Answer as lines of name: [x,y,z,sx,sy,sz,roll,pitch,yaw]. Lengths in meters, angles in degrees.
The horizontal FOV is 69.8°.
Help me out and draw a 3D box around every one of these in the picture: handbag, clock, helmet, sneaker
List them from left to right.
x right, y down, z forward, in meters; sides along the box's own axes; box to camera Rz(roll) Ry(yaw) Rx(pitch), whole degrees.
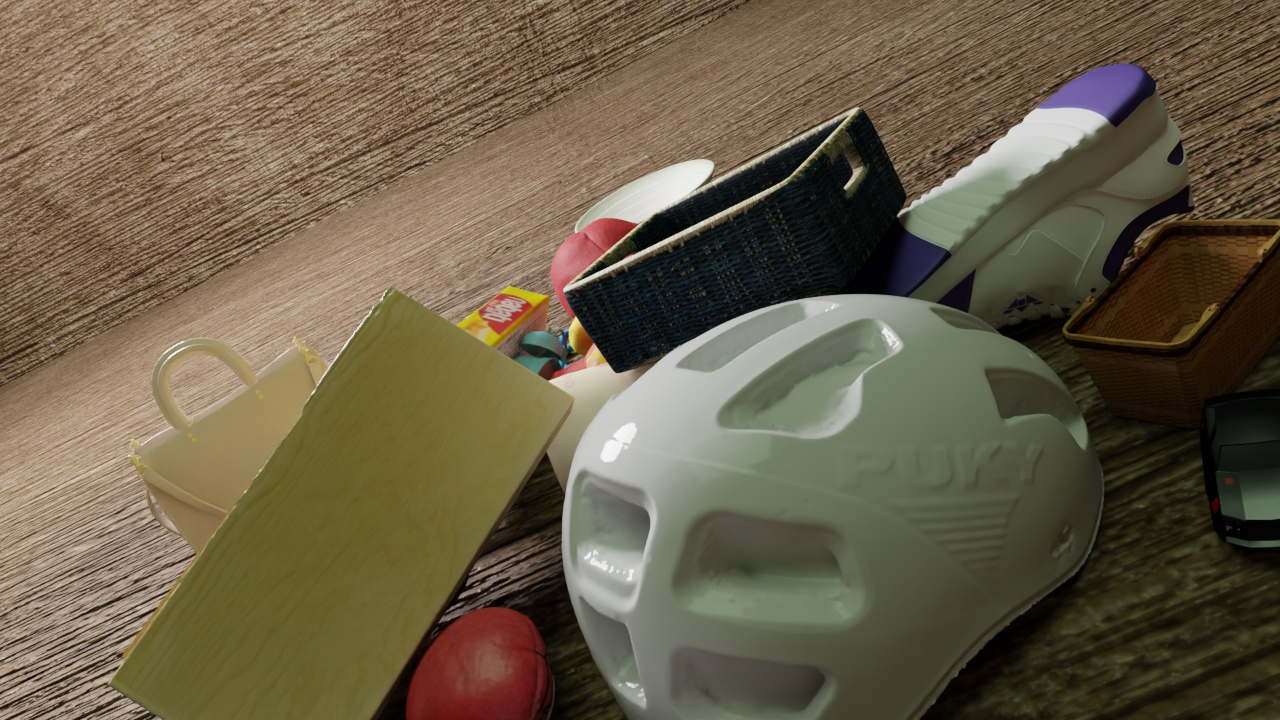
handbag: [-0.332,0.066,0.786,0.194,0.198,0.101,-36,25,-18]
clock: [-0.083,0.020,0.760,0.042,0.087,0.122,12,39,14]
helmet: [0.096,0.062,0.463,0.281,0.184,0.224,-16,21,-27]
sneaker: [0.231,-0.061,0.578,0.245,0.111,0.091,-41,21,21]

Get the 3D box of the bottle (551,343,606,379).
bottle: [-0.004,0.004,0.717,0.134,0.071,0.048,-27,26,5]

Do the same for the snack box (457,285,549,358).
snack box: [-0.130,0.012,0.746,0.042,0.092,0.200,14,24,10]

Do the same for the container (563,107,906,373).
container: [0.062,-0.074,0.596,0.188,0.071,0.144,-21,17,40]

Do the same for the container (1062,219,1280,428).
container: [0.278,-0.018,0.470,0.113,0.061,0.063,-38,26,-23]

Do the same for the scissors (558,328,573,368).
scissors: [-0.095,0.007,0.884,0.109,0.018,0.130,-24,24,20]

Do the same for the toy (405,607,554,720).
toy: [-0.080,0.183,0.457,0.092,0.062,0.132,-39,36,25]

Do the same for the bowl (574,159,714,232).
bowl: [0.015,-0.164,1.057,0.177,0.058,0.176,-23,24,11]

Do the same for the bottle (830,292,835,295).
bottle: [0.131,-0.052,0.660,0.109,0.060,0.060,-46,18,19]

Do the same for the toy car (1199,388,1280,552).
toy car: [0.264,0.042,0.392,0.042,0.036,0.091,-12,28,33]

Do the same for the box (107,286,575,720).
box: [-0.170,0.097,0.537,0.248,0.142,0.179,-58,19,-17]

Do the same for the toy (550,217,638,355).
toy: [-0.011,-0.072,0.858,0.147,0.099,0.216,-24,27,-11]

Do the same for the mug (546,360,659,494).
mug: [-0.015,0.043,0.656,0.104,0.085,0.111,-20,-6,-1]
